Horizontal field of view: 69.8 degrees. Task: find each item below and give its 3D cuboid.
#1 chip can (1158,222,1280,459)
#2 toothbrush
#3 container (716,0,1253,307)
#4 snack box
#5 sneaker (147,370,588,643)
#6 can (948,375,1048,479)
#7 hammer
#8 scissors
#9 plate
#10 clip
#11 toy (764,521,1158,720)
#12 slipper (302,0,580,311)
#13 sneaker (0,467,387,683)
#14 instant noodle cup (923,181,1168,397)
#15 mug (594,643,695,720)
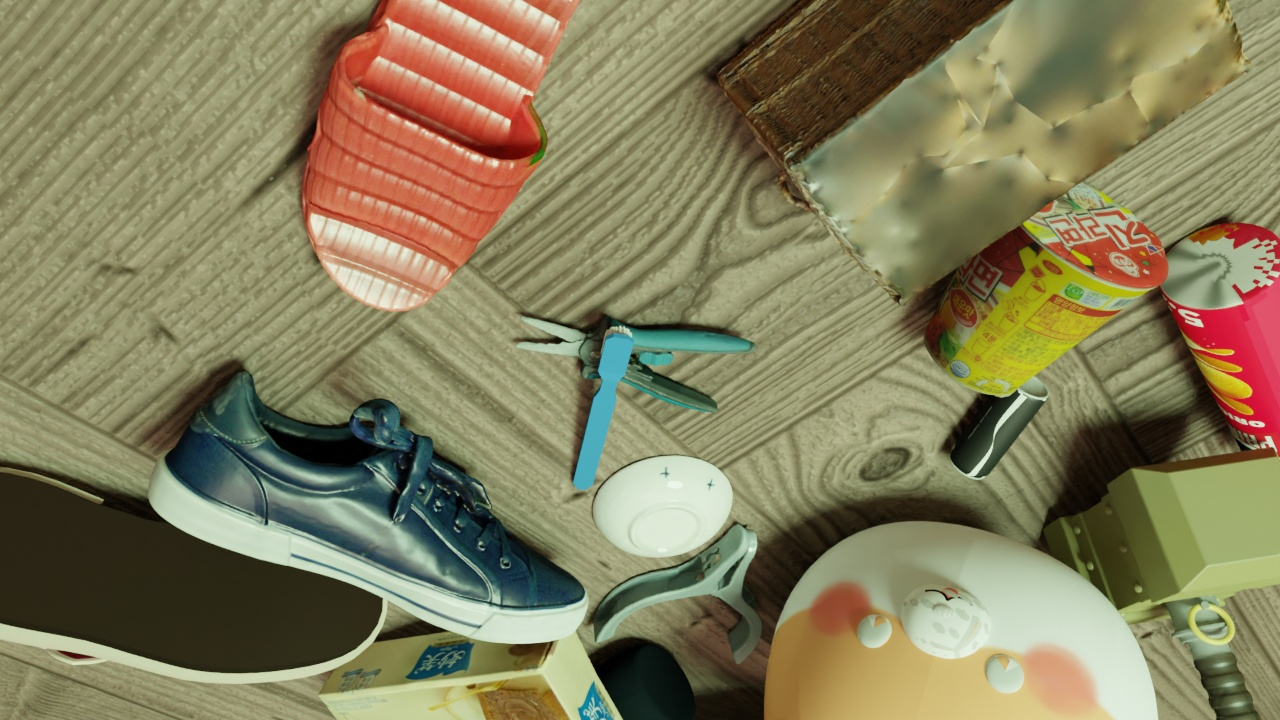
[{"bbox_3d":[0.414,0.004,0.613,0.069,0.069,0.220,-35,126,19],"label":"chip can"},{"bbox_3d":[-0.027,0.036,0.591,0.016,0.014,0.167,7,141,-8],"label":"toothbrush"},{"bbox_3d":[0.150,-0.135,0.425,0.199,0.112,0.113,-37,125,19],"label":"container"},{"bbox_3d":[-0.122,0.282,0.707,0.208,0.055,0.153,-15,114,24],"label":"snack box"},{"bbox_3d":[-0.140,0.089,0.587,0.294,0.120,0.127,30,96,-27],"label":"sneaker"},{"bbox_3d":[0.250,0.046,0.645,0.031,0.031,0.081,10,127,-17],"label":"can"},{"bbox_3d":[0.404,0.243,0.621,0.100,0.324,0.190,-8,155,-3],"label":"hammer"},{"bbox_3d":[0.003,0.000,0.575,0.151,0.019,0.119,-13,134,8],"label":"scissors"},{"bbox_3d":[0.018,0.114,0.668,0.104,0.026,0.104,-5,130,-6],"label":"plate"},{"bbox_3d":[0.022,0.198,0.738,0.164,0.031,0.169,-8,130,-5],"label":"clip"},{"bbox_3d":[0.212,0.253,0.648,0.263,0.279,0.266,12,132,29],"label":"toy"},{"bbox_3d":[-0.095,-0.117,0.436,0.103,0.059,0.249,18,123,-23],"label":"slipper"},{"bbox_3d":[-0.322,0.158,0.605,0.293,0.111,0.117,13,146,-17],"label":"sneaker"},{"bbox_3d":[0.223,-0.039,0.535,0.100,0.100,0.113,11,136,-18],"label":"instant noodle cup"},{"bbox_3d":[-0.008,0.307,0.762,0.095,0.121,0.085,-40,129,20],"label":"mug"}]
